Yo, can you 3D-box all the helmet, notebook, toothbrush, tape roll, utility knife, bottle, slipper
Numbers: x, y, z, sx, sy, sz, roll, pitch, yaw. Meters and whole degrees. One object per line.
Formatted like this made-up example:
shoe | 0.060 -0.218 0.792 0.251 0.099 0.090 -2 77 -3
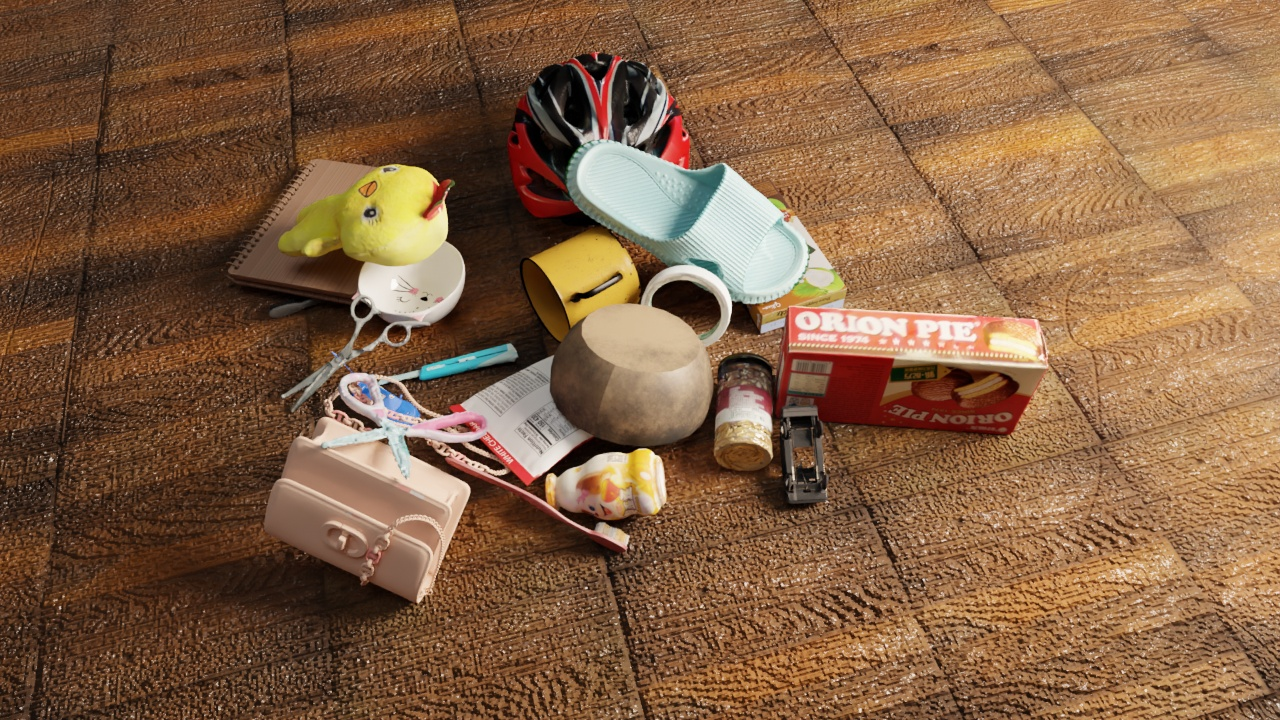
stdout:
helmet | -0.050 -0.270 1.093 0.217 0.167 0.271 -4 41 -5
notebook | -0.366 -0.159 1.082 0.169 0.022 0.209 10 51 11
toothbrush | -0.335 -0.078 1.037 0.167 0.013 0.013 -17 47 -11
tape roll | 0.047 -0.054 0.954 0.094 0.094 0.018 9 35 9
utility knife | -0.203 0.009 0.967 0.148 0.015 0.022 -15 51 -6
bottle | -0.032 0.117 0.851 0.109 0.063 0.063 -8 53 7
slipper | 0.052 -0.149 0.947 0.276 0.069 0.116 27 80 -6
bottle | 0.102 0.050 0.899 0.056 0.056 0.105 3 53 4
toothbrush | -0.091 0.127 0.824 0.184 0.015 0.015 29 53 -13

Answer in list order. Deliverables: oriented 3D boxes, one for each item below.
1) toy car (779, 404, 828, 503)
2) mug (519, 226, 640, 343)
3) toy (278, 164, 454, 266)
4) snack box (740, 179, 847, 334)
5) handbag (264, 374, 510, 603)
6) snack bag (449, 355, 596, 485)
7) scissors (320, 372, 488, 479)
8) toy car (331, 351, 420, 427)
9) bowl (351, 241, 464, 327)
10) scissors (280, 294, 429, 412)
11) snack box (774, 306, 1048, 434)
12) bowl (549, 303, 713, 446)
toy car | 0.154 0.089 0.873 0.040 0.037 0.092 -3 79 -2
mug | -0.057 -0.081 0.965 0.094 0.100 0.124 -29 17 -20
toy | -0.289 -0.148 0.979 0.208 0.092 0.133 0 47 14
snack box | 0.141 -0.121 1.039 0.101 0.032 0.186 -19 55 -11
handbag | -0.222 0.125 0.857 0.199 0.117 0.186 25 20 2
snack bag | -0.093 0.049 0.910 0.143 0.039 0.131 -28 50 -31
scissors | -0.226 0.054 0.836 0.175 0.013 0.170 34 27 30
toy car | -0.269 0.030 0.923 0.092 0.062 0.033 26 59 20
bowl | -0.247 -0.079 1.010 0.115 0.051 0.114 -1 54 1
scissors | -0.296 0.000 0.948 0.120 0.014 0.159 22 85 8
snack box | 0.253 0.011 0.888 0.236 0.113 0.060 4 53 5
bowl | -0.005 0.005 0.895 0.162 0.070 0.162 8 35 -6
